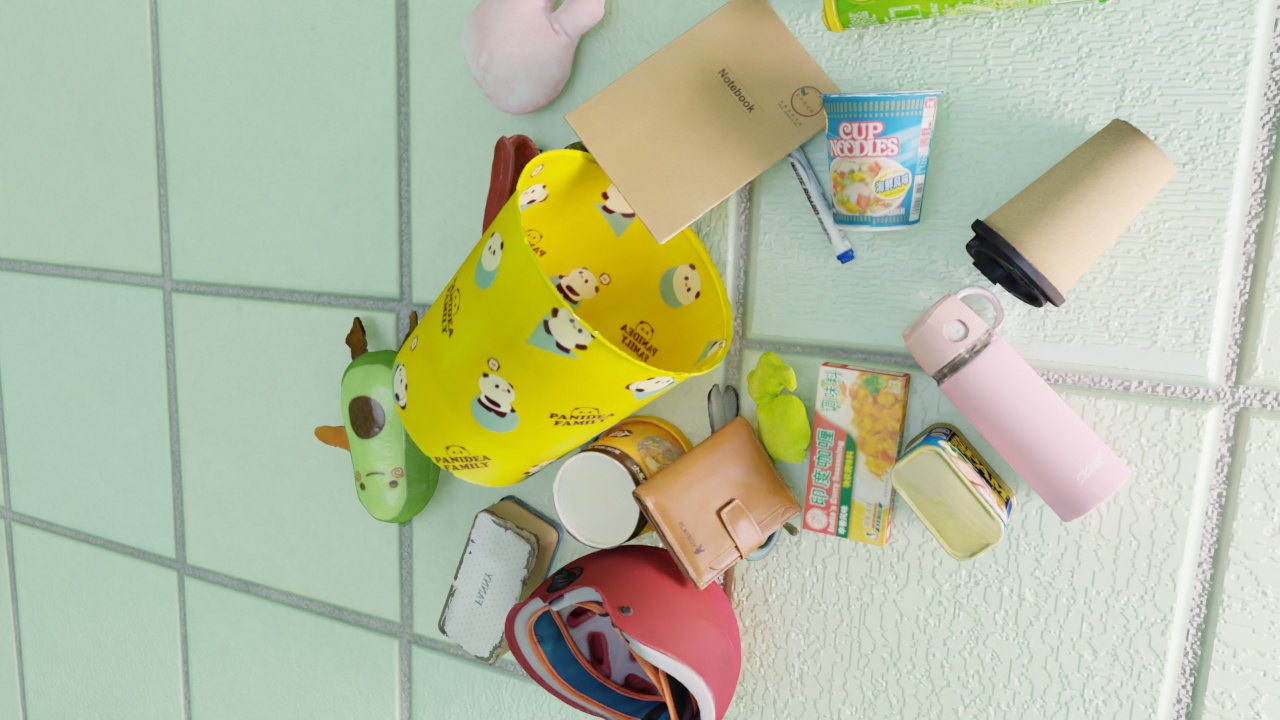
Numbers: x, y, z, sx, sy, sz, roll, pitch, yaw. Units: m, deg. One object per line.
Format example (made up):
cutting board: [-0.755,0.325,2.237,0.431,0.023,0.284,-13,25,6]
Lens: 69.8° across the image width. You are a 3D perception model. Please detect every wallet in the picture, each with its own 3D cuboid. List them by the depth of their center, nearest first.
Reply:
wallet: [0.074,0.132,0.829,0.119,0.130,0.035,56,155,3]

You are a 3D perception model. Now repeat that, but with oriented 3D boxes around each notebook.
notebook: [0.058,-0.217,0.803,0.207,0.008,0.148,-35,81,-2]

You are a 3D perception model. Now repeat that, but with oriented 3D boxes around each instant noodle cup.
instant noodle cup: [0.196,-0.165,0.755,0.099,0.099,0.110,5,107,26]
instant noodle cup: [-0.017,0.121,0.887,0.119,0.114,0.118,4,100,26]

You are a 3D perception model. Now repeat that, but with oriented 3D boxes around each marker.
marker: [0.153,-0.153,0.815,0.017,0.016,0.145,-28,85,27]

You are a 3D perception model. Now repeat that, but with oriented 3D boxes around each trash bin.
trash bin: [-0.086,-0.021,0.838,0.256,0.229,0.229,-40,80,35]

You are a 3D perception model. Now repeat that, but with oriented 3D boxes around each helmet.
helmet: [-0.004,0.262,0.885,0.241,0.143,0.207,-2,122,43]

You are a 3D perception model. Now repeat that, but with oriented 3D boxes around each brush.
brush: [-0.129,-0.154,0.924,0.063,0.069,0.146,12,103,23]

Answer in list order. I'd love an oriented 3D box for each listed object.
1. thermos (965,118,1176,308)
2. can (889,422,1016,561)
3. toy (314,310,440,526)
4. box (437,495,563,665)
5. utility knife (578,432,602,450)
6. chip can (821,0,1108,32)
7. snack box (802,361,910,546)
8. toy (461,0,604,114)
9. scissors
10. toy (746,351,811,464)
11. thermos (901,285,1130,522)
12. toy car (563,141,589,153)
thermos: [0.326,-0.110,0.701,0.093,0.093,0.143,47,106,13]
can: [0.260,0.108,0.765,0.057,0.083,0.102,-43,78,25]
toy: [-0.280,0.069,1.023,0.227,0.089,0.246,-6,92,33]
box: [-0.153,0.235,1.004,0.090,0.060,0.184,30,108,19]
utility knife: [-0.005,0.005,0.916,0.034,0.018,0.219,48,116,22]
chip can: [0.255,-0.303,0.711,0.222,0.072,0.072,3,99,26]
snack box: [0.193,0.084,0.826,0.077,0.027,0.156,9,102,26]
toy: [-0.105,-0.320,0.895,0.160,0.054,0.121,-38,88,26]
scissors: [0.093,0.106,0.869,0.143,0.019,0.179,13,78,-11]
toy: [0.126,0.047,0.840,0.100,0.031,0.097,62,151,24]
thermos: [0.306,0.028,0.746,0.087,0.067,0.198,-38,77,-6]
toy car: [-0.011,-0.191,0.875,0.158,0.042,0.070,-19,89,26]
